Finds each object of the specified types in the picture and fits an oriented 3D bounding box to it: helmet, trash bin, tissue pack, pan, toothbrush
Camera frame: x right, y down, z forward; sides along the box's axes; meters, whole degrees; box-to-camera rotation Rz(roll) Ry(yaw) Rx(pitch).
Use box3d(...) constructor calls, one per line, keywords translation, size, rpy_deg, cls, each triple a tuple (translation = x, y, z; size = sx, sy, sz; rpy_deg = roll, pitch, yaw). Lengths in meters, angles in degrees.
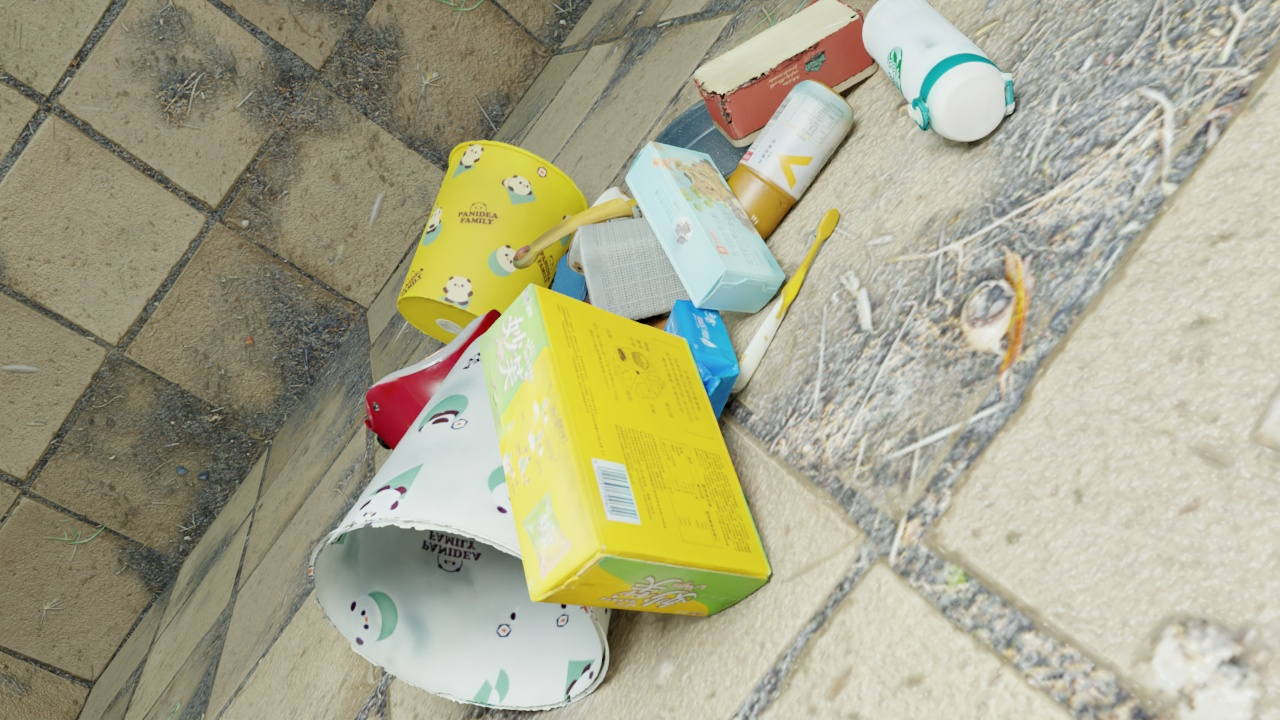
box3d(translation=(-0.217, 0.062, 1.126), size=(0.206, 0.144, 0.240), rpy_deg=(-36, -5, -19), cls="helmet")
box3d(translation=(-0.227, -0.156, 1.375), size=(0.230, 0.229, 0.254), rpy_deg=(-15, 50, 57), cls="trash bin")
box3d(translation=(-0.107, 0.114, 0.757), size=(0.230, 0.229, 0.251), rpy_deg=(-36, 23, 37), cls="trash bin")
box3d(translation=(0.043, 0.015, 0.779), size=(0.157, 0.052, 0.095), rpy_deg=(-97, 25, -62), cls="tissue pack")
box3d(translation=(0.018, -0.195, 1.001), size=(0.357, 0.078, 0.197), rpy_deg=(-40, 33, -1), cls="pan")
box3d(translation=(0.123, -0.053, 0.790), size=(0.191, 0.016, 0.018), rpy_deg=(-59, 12, -12), cls="toothbrush")

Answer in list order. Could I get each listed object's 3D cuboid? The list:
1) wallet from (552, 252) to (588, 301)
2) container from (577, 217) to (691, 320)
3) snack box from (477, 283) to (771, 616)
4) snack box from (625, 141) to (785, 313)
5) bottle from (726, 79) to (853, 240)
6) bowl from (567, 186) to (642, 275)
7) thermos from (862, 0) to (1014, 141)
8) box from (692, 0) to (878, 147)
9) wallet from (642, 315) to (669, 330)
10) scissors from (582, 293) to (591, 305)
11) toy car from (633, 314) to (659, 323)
box3d(translation=(-0.083, -0.105, 1.218), size=(0.133, 0.040, 0.106), rpy_deg=(-16, 58, 62), cls="wallet")
box3d(translation=(0.002, -0.094, 0.923), size=(0.114, 0.090, 0.090), rpy_deg=(-11, 25, 0), cls="container")
box3d(translation=(-0.014, 0.063, 0.627), size=(0.070, 0.157, 0.209), rpy_deg=(-42, 49, 30), cls="snack box")
box3d(translation=(0.056, -0.122, 0.835), size=(0.052, 0.074, 0.174), rpy_deg=(-52, 50, 36), cls="snack box")
box3d(translation=(0.127, -0.177, 0.886), size=(0.190, 0.068, 0.068), rpy_deg=(-54, 22, 9), cls="bottle")
box3d(translation=(-0.032, -0.144, 1.096), size=(0.113, 0.062, 0.114), rpy_deg=(-54, -12, -18), cls="bowl")
box3d(translation=(0.239, -0.245, 0.763), size=(0.073, 0.073, 0.223), rpy_deg=(-43, 25, 25), cls="thermos")
box3d(translation=(0.142, -0.301, 0.930), size=(0.168, 0.080, 0.091), rpy_deg=(-29, 38, 2), cls="box")
box3d(translation=(-0.005, 0.005, 0.911), size=(0.108, 0.031, 0.131), rpy_deg=(-18, 28, 54), cls="wallet")
box3d(translation=(0.000, -0.119, 1.062), size=(0.227, 0.015, 0.188), rpy_deg=(-52, -7, 34), cls="scissors")
box3d(translation=(0.008, -0.079, 1.008), size=(0.031, 0.049, 0.106), rpy_deg=(-7, 53, 59), cls="toy car")
